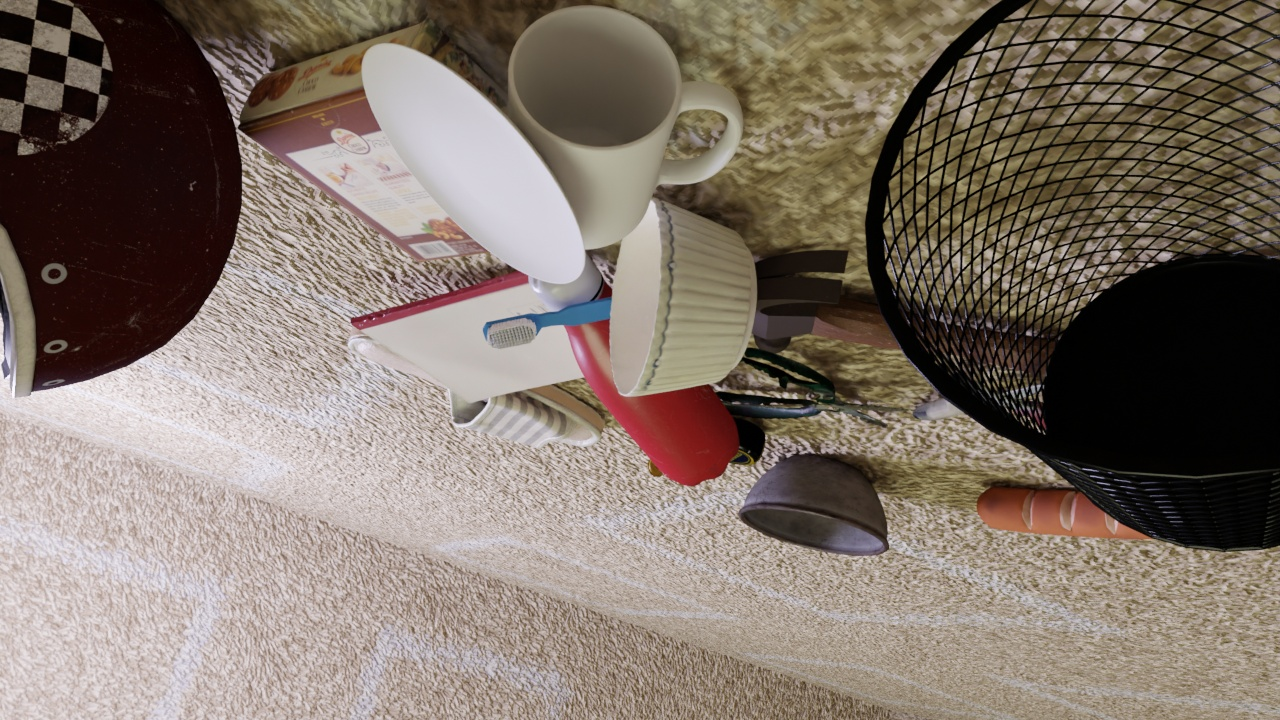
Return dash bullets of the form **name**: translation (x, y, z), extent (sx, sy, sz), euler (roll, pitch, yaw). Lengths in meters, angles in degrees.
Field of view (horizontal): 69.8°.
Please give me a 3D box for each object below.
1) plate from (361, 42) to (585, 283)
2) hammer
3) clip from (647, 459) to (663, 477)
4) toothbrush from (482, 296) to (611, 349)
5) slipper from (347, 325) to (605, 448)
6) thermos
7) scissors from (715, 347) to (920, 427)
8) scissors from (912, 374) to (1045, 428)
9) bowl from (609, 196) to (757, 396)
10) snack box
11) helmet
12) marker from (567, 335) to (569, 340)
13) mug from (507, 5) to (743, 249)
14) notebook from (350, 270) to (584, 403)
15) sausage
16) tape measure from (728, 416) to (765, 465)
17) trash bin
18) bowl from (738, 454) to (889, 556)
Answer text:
- **plate**: translation (-0.073, -0.089, 0.420), extent (0.134, 0.011, 0.135), euler (36, 159, 16)
- **hammer**: translation (0.216, -0.008, 0.556), extent (0.323, 0.033, 0.115), euler (12, 162, 10)
- **clip**: translation (0.022, 0.092, 0.934), extent (0.054, 0.048, 0.046), euler (20, 118, -8)
- **toothbrush**: translation (-0.019, -0.032, 0.592), extent (0.166, 0.014, 0.016), euler (-12, 126, 0)
- **slipper**: translation (-0.160, 0.034, 0.909), extent (0.272, 0.054, 0.115), euler (27, 151, -24)
- **thermos**: translation (-0.004, 0.004, 0.674), extent (0.073, 0.073, 0.240), euler (0, 143, 36)
- **scissors**: translation (0.106, 0.026, 0.714), extent (0.201, 0.015, 0.205), euler (23, 163, -37)
- **scissors**: translation (0.239, 0.033, 0.623), extent (0.198, 0.015, 0.180), euler (16, 170, -30)
- **bowl**: translation (0.025, -0.034, 0.534), extent (0.062, 0.115, 0.115), euler (5, 162, -14)
- **snack box**: translation (-0.124, -0.114, 0.520), extent (0.143, 0.041, 0.147), euler (-1, 153, 37)
- **helmet**: translation (-0.327, -0.093, 0.438), extent (0.253, 0.233, 0.234), euler (7, 172, -34)
- **marker**: translation (-0.003, 0.008, 0.739), extent (0.017, 0.017, 0.145), euler (-5, 153, 43)
- **mug**: translation (-0.007, -0.106, 0.431), extent (0.110, 0.073, 0.091), euler (-2, 161, -9)
- **notebook**: translation (-0.108, -0.016, 0.746), extent (0.209, 0.012, 0.153), euler (-11, 147, 30)
- **sausage**: translation (0.368, 0.128, 0.774), extent (0.165, 0.039, 0.044), euler (-5, 148, 43)
- **tape measure**: translation (0.085, 0.072, 0.845), extent (0.061, 0.034, 0.062), euler (23, 159, -11)
- **trash bin**: translation (0.210, -0.019, 0.348), extent (0.184, 0.183, 0.210), euler (1, 160, 35)
- **bowl**: translation (0.174, 0.137, 0.897), extent (0.145, 0.067, 0.145), euler (14, 159, 5)
